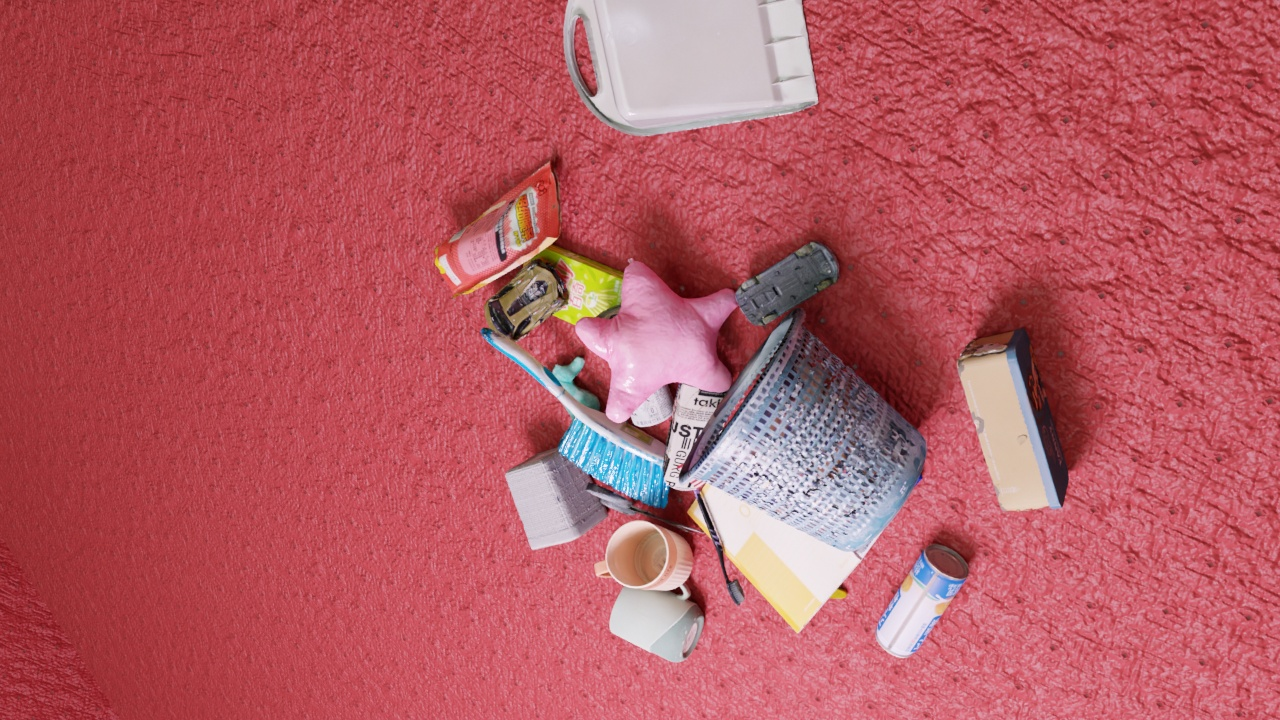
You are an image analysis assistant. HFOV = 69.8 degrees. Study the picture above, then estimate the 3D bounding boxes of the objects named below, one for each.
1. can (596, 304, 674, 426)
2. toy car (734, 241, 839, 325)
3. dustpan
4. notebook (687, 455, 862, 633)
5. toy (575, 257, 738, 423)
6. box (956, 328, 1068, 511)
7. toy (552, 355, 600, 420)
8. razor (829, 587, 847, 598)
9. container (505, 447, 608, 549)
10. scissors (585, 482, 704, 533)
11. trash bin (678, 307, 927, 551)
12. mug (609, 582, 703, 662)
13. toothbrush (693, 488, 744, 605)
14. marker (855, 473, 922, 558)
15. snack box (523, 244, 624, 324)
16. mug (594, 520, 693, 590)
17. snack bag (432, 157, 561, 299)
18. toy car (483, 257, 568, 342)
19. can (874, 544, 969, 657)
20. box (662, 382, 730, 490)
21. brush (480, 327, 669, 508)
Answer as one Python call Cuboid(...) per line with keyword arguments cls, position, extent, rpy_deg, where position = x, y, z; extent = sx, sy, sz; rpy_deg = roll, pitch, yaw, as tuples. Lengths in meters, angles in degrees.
Cuboid(cls="can", position=(-0.007, 0.007, 1.119), extent=(0.058, 0.058, 0.147), rpy_deg=(-7, 116, 34))
Cuboid(cls="toy car", position=(0.162, -0.085, 1.010), extent=(0.121, 0.036, 0.054), rpy_deg=(-32, 89, 26))
Cuboid(cls="dustpan", position=(0.037, -0.359, 0.997), extent=(0.258, 0.142, 0.223), rpy_deg=(-11, 104, 4))
Cuboid(cls="notebook", position=(0.156, 0.210, 1.114), extent=(0.206, 0.010, 0.146), rpy_deg=(46, 126, 25))
Cuboid(cls="toy", position=(0.026, -0.034, 1.046), extent=(0.075, 0.194, 0.178), rpy_deg=(-177, 70, -78))
Cuboid(cls="box", position=(0.371, 0.065, 0.906), extent=(0.061, 0.089, 0.184), rpy_deg=(-16, 101, 34))
Cuboid(cls="toy", position=(-0.090, 0.040, 1.218), extent=(0.092, 0.030, 0.097), rpy_deg=(45, 122, 5))
Cuboid(cls="razor", position=(0.191, 0.264, 1.133), extent=(0.133, 0.028, 0.043), rpy_deg=(23, 115, 21))
Cuboid(cls="container", position=(-0.117, 0.184, 1.256), extent=(0.090, 0.090, 0.114), rpy_deg=(-20, 93, 35))
Cuboid(cls="scissors", position=(0.005, 0.197, 1.195), extent=(0.159, 0.014, 0.178), rpy_deg=(32, 162, -29))
Cuboid(cls="trash bin", position=(0.181, 0.090, 0.973), extent=(0.195, 0.225, 0.227), rpy_deg=(35, 124, 1))
Cuboid(cls="mug", position=(0.029, 0.336, 1.232), extent=(0.106, 0.082, 0.112), rpy_deg=(19, 93, 25))
Cuboid(cls="toothbrush", position=(0.093, 0.218, 1.156), extent=(0.017, 0.014, 0.189), rpy_deg=(-25, 82, 35))
Cuboid(cls="marker", position=(0.278, 0.181, 1.051), extent=(0.017, 0.016, 0.146), rpy_deg=(35, 123, 16))
Cuboid(cls="snack box", position=(-0.082, -0.090, 1.164), extent=(0.156, 0.026, 0.086), rpy_deg=(24, 119, 23))
Cuboid(cls="mug", position=(0.001, 0.257, 1.176), extent=(0.115, 0.106, 0.081), rpy_deg=(-21, 67, 16))
Cuboid(cls="snack bag", position=(-0.174, -0.160, 1.159), extent=(0.208, 0.073, 0.128), rpy_deg=(-25, 53, 38))
Cuboid(cls="toy car", position=(-0.151, -0.071, 1.174), extent=(0.159, 0.042, 0.070), rpy_deg=(-36, 88, 42))
Cuboid(cls="can", position=(0.317, 0.274, 1.040), extent=(0.053, 0.053, 0.135), rpy_deg=(31, 122, 18))
Cuboid(cls="box", position=(0.068, 0.087, 1.114), extent=(0.055, 0.070, 0.164), rpy_deg=(43, 131, 55))
Cuboid(cls="brush", position=(-0.084, 0.073, 1.182), extent=(0.314, 0.060, 0.110), rpy_deg=(28, 115, 4))
